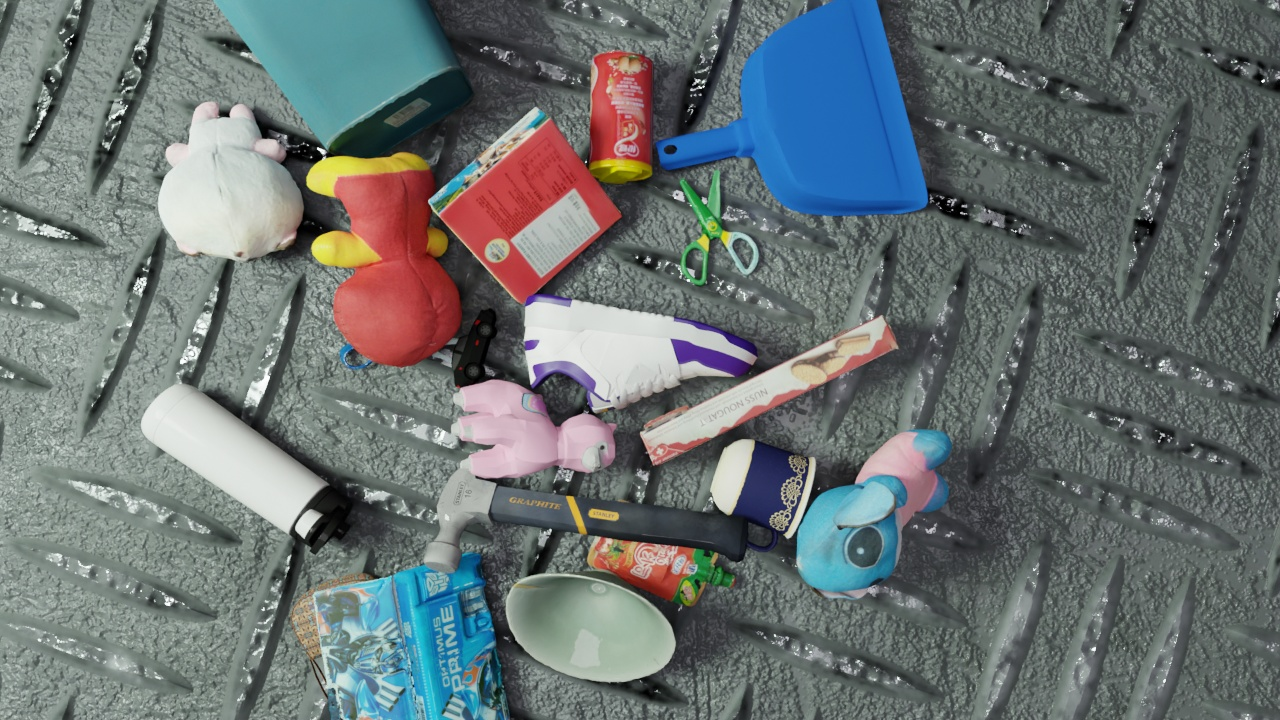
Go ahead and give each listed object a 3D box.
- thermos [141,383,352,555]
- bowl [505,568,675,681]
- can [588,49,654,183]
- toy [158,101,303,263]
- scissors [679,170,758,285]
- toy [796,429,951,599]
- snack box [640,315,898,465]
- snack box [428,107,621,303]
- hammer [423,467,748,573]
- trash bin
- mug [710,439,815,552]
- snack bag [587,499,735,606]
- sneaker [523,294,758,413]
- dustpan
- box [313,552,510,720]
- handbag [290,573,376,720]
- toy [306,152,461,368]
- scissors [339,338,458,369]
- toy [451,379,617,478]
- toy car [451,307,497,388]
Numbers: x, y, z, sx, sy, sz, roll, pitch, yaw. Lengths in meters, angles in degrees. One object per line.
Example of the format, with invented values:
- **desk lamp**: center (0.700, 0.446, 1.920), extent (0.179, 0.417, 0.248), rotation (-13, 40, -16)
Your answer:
- **thermos**: center (-0.399, 0.112, 0.932), extent (0.230, 0.101, 0.068), rotation (35, 86, 0)
- **bowl**: center (-0.045, 0.250, 0.937), extent (0.174, 0.067, 0.174), rotation (7, 128, 9)
- **can**: center (-0.020, -0.252, 0.958), extent (0.067, 0.066, 0.124), rotation (1, 88, 0)
- **toy**: center (-0.426, -0.188, 0.948), extent (0.138, 0.102, 0.179), rotation (-9, 71, -12)
- **scissors**: center (0.086, -0.144, 0.981), extent (0.108, 0.012, 0.131), rotation (7, 90, 0)
- **toy**: center (0.230, 0.144, 0.891), extent (0.191, 0.224, 0.099), rotation (-38, 60, -19)
- **snack box**: center (0.129, 0.030, 0.945), extent (0.273, 0.076, 0.044), rotation (-26, 85, 0)
- **snack box**: center (-0.113, -0.153, 0.926), extent (0.145, 0.142, 0.040), rotation (-41, 44, -1)
- **hammer**: center (-0.049, 0.163, 0.920), extent (0.313, 0.035, 0.139), rotation (7, 58, 9)
- **trash bin**: center (-0.291, -0.332, 0.908), extent (0.199, 0.196, 0.218), rotation (-31, 94, 0)
- **mug**: center (0.118, 0.138, 0.939), extent (0.089, 0.085, 0.112), rotation (19, 100, 3)
- **snack bag**: center (0.027, 0.206, 0.962), extent (0.155, 0.044, 0.087), rotation (22, 101, -6)
- **sneaker**: center (-0.006, 0.005, 0.941), extent (0.244, 0.092, 0.111), rotation (10, 91, 3)
- **dustpan**: center (0.143, -0.248, 0.961), extent (0.257, 0.059, 0.245), rotation (-14, 88, -10)
- **box**: center (-0.221, 0.332, 0.920), extent (0.175, 0.060, 0.243), rotation (-10, 88, -21)
- **handbag**: center (-0.290, 0.322, 0.955), extent (0.093, 0.043, 0.195), rotation (-20, 89, -6)
- **toy**: center (-0.248, -0.098, 0.917), extent (0.147, 0.099, 0.216), rotation (-15, 102, -35)
- **scissors**: center (-0.257, -0.010, 0.981), extent (0.135, 0.016, 0.083), rotation (20, 84, -4)
- **toy**: center (-0.106, 0.072, 0.928), extent (0.157, 0.123, 0.067), rotation (-1, 123, -19)
- **toy car**: center (-0.176, -0.013, 0.963), extent (0.036, 0.042, 0.091), rotation (16, 89, -2)
